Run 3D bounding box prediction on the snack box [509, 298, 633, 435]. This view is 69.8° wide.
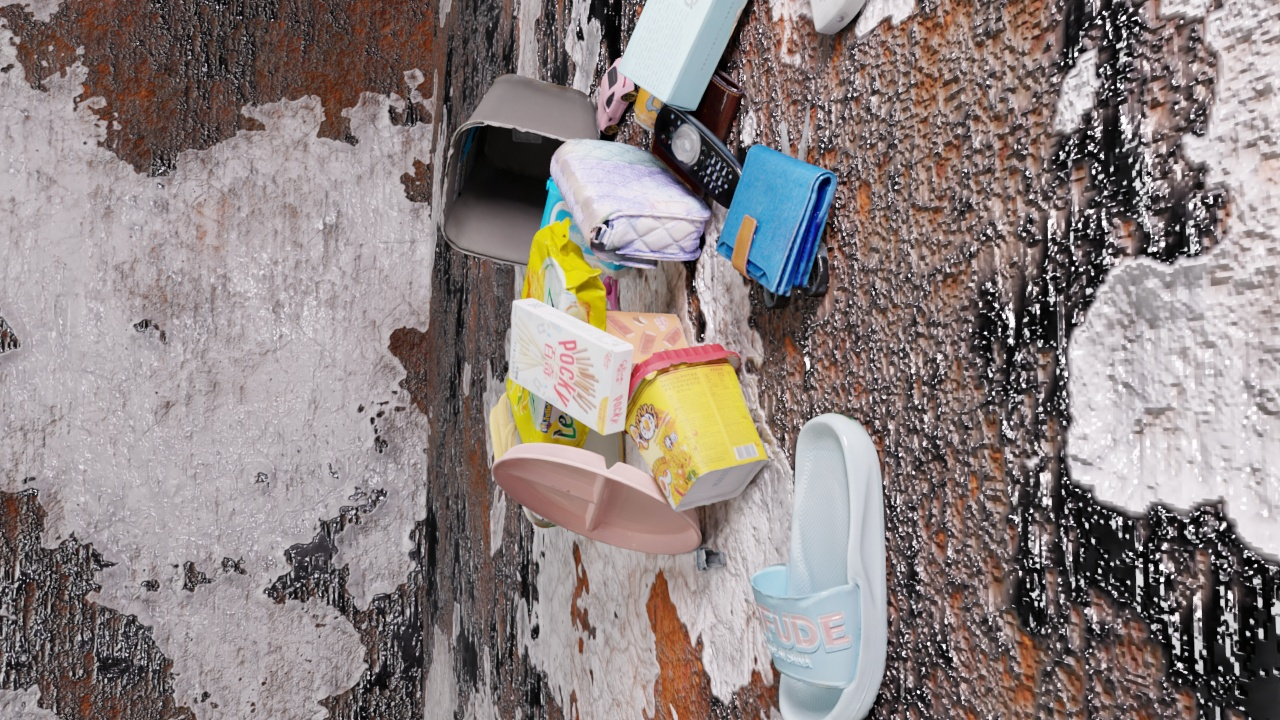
[{"bbox_3d":[-0.070,0.002,0.874,0.157,0.026,0.085,27,119,43],"label":"snack box"}]

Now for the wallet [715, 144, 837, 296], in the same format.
[{"bbox_3d":[0.110,-0.120,0.770,0.133,0.040,0.106,-127,51,-62],"label":"wallet"}]

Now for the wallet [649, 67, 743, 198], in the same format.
[{"bbox_3d":[0.054,-0.243,0.939,0.096,0.020,0.123,50,137,31],"label":"wallet"}]

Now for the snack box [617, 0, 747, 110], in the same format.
[{"bbox_3d":[0.050,-0.333,0.868,0.074,0.051,0.175,43,118,31],"label":"snack box"}]

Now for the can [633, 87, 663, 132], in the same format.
[{"bbox_3d":[0.037,-0.316,0.971,0.058,0.058,0.146,-110,30,-44],"label":"can"}]

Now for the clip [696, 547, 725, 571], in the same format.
[{"bbox_3d":[0.066,0.199,0.920,0.057,0.029,0.024,140,131,-72],"label":"clip"}]

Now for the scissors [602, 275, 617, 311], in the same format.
[{"bbox_3d":[-0.031,-0.063,1.198,0.136,0.017,0.105,32,113,61],"label":"scissors"}]

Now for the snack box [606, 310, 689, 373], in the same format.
[{"bbox_3d":[-0.006,0.006,1.012,0.093,0.094,0.077,112,151,-43],"label":"snack box"}]

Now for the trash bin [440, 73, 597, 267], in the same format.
[{"bbox_3d":[-0.154,-0.269,1.256,0.219,0.198,0.199,-89,14,-50],"label":"trash bin"}]

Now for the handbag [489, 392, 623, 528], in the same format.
[{"bbox_3d":[-0.099,0.121,1.155,0.063,0.163,0.178,127,138,-56],"label":"handbag"}]

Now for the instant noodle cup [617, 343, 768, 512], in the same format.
[{"bbox_3d":[0.050,0.065,0.857,0.123,0.115,0.116,65,148,28],"label":"instant noodle cup"}]

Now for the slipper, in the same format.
[{"bbox_3d":[0.129,0.161,0.683,0.104,0.074,0.245,-178,90,-68],"label":"slipper"}]

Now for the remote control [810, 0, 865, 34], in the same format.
[{"bbox_3d":[0.151,-0.334,0.727,0.058,0.021,0.150,137,131,-61],"label":"remote control"}]

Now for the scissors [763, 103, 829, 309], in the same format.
[{"bbox_3d":[0.132,-0.122,0.780,0.173,0.014,0.160,-109,31,-47],"label":"scissors"}]

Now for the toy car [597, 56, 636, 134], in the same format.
[{"bbox_3d":[-0.036,-0.344,1.195,0.123,0.037,0.056,132,137,-61],"label":"toy car"}]

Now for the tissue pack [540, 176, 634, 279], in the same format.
[{"bbox_3d":[-0.059,-0.165,1.131,0.063,0.140,0.090,-41,-27,-53],"label":"tissue pack"}]

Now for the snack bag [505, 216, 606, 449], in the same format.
[{"bbox_3d":[-0.089,-0.016,1.000,0.158,0.068,0.247,-121,38,-54],"label":"snack bag"}]

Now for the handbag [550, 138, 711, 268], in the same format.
[{"bbox_3d":[-0.014,-0.170,0.991,0.193,0.134,0.076,-117,37,-52],"label":"handbag"}]

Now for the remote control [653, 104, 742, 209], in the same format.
[{"bbox_3d":[0.063,-0.203,0.908,0.136,0.024,0.053,50,140,25],"label":"remote control"}]

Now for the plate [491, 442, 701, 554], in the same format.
[{"bbox_3d":[-0.044,0.144,0.955,0.230,0.229,0.028,-45,22,61],"label":"plate"}]
